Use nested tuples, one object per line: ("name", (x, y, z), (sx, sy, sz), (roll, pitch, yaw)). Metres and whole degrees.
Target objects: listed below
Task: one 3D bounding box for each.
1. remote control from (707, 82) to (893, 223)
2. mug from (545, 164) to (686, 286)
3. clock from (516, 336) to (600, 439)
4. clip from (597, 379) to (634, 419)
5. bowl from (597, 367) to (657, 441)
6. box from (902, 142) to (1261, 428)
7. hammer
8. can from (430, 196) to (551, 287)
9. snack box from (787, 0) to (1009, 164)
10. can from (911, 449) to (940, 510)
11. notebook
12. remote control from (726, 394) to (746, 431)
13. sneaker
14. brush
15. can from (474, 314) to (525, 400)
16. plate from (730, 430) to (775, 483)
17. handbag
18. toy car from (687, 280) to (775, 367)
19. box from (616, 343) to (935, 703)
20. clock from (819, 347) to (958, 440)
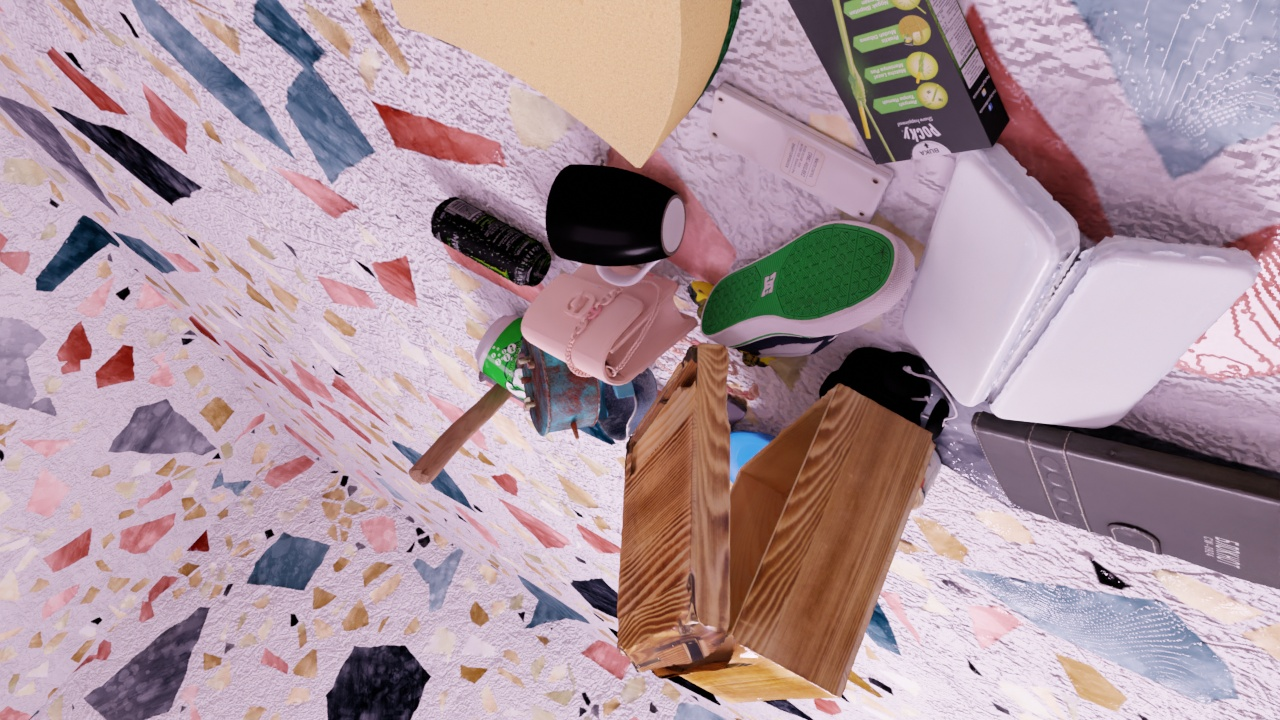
("remote control", (0.109, -0.146, 0.644), (0.136, 0.011, 0.050), (32, 156, 12))
("mug", (-0.014, -0.109, 0.791), (0.100, 0.084, 0.119), (11, 141, 24))
("clock", (-0.103, 0.017, 1.041), (0.157, 0.073, 0.121), (-139, 44, -64))
("clip", (-0.045, 0.020, 1.034), (0.121, 0.033, 0.119), (52, 144, 43))
("bowl", (-0.015, 0.035, 1.066), (0.110, 0.055, 0.110), (25, 119, 57))
("box", (0.256, -0.029, 0.592), (0.186, 0.084, 0.211), (36, 158, 18))
("hammer", (-0.202, 0.068, 1.146), (0.098, 0.327, 0.052), (31, 116, 3))
("can", (-0.165, -0.129, 1.000), (0.138, 0.053, 0.054), (30, 155, 17))
("snack box", (0.141, -0.181, 0.519), (0.080, 0.025, 0.147), (4, 140, 51))
("can", (0.237, 0.099, 0.869), (0.086, 0.043, 0.086), (31, 155, 16))
("notebook", (0.369, 0.104, 0.690), (0.209, 0.029, 0.169), (18, 160, 41))
("remote control", (0.090, 0.063, 1.049), (0.046, 0.009, 0.125), (35, 158, 6))
("sneaker", (0.140, -0.045, 0.713), (0.079, 0.084, 0.236), (23, 165, -22))
("brush", (-0.061, -0.261, 0.593), (0.250, 0.075, 0.195), (33, 156, 10))
("can", (-0.134, 0.009, 1.166), (0.140, 0.087, 0.088), (34, 156, 8))
("plate", (0.189, 0.147, 1.046), (0.224, 0.024, 0.225), (31, 155, 15))
("handbag", (-0.005, 0.004, 0.905), (0.199, 0.116, 0.187), (24, 153, 51))
("toy car", (0.084, -0.035, 0.841), (0.107, 0.049, 0.030), (42, 112, -14))
("box", (0.068, 0.163, 0.813), (0.220, 0.258, 0.280), (28, 156, -2))
("clock", (0.212, 0.031, 0.781), (0.091, 0.042, 0.121), (49, 154, -24))
